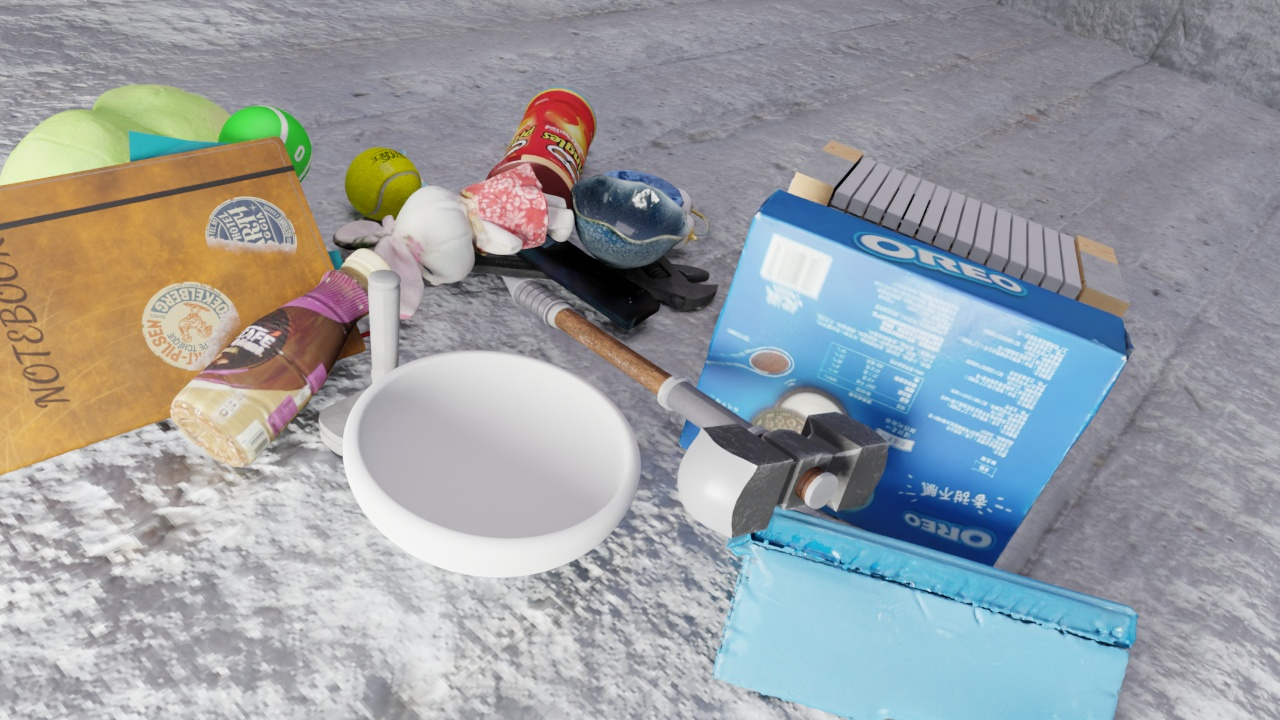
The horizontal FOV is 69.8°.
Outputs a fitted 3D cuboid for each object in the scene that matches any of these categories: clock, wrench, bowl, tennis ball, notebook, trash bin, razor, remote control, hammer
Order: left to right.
[{"bbox_3d":[-0.310,-0.055,0.589,0.248,0.014,0.178,-23,94,-36],"label":"notebook"},{"bbox_3d":[-0.279,-0.156,0.684,0.065,0.065,0.065,10,36,-7],"label":"tennis ball"},{"bbox_3d":[-0.232,-0.159,0.829,0.065,0.066,0.065,10,36,-7],"label":"tennis ball"},{"bbox_3d":[-0.167,-0.005,0.599,0.047,0.116,0.088,28,37,26],"label":"razor"},{"bbox_3d":[-0.092,0.071,0.566,0.176,0.066,0.176,10,36,-7],"label":"bowl"},{"bbox_3d":[-0.061,-0.080,0.828,0.273,0.018,0.073,4,37,-12],"label":"wrench"},{"bbox_3d":[-0.052,-0.080,0.799,0.150,0.022,0.047,34,45,22],"label":"remote control"},{"bbox_3d":[-0.015,-0.118,0.826,0.110,0.055,0.110,13,35,-9],"label":"bowl"},{"bbox_3d":[-0.002,0.004,0.607,0.155,0.043,0.322,-3,27,-44],"label":"hammer"},{"bbox_3d":[0.010,-0.147,0.915,0.125,0.052,0.088,10,35,-7],"label":"clock"},{"bbox_3d":[0.229,-0.055,0.743,0.247,0.143,0.142,25,29,12],"label":"trash bin"}]

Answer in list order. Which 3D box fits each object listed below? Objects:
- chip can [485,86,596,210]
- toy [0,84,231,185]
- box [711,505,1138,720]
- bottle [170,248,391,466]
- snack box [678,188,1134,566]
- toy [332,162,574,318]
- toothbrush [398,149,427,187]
[{"bbox_3d":[-0.095,-0.202,0.922,0.087,0.087,0.212,12,34,-4],"label":"chip can"},{"bbox_3d":[-0.410,-0.172,0.757,0.150,0.107,0.196,17,44,6],"label":"toy"},{"bbox_3d":[0.159,0.169,0.553,0.231,0.094,0.111,16,78,-1],"label":"box"},{"bbox_3d":[-0.222,-0.010,0.594,0.060,0.060,0.165,25,56,14],"label":"bottle"},{"bbox_3d":[0.163,0.019,0.619,0.239,0.196,0.056,23,34,11],"label":"snack box"},{"bbox_3d":[-0.150,-0.105,0.756,0.194,0.084,0.159,-21,38,-22],"label":"toy"},{"bbox_3d":[-0.206,-0.165,0.890,0.022,0.016,0.155,-38,53,-10],"label":"toothbrush"}]
